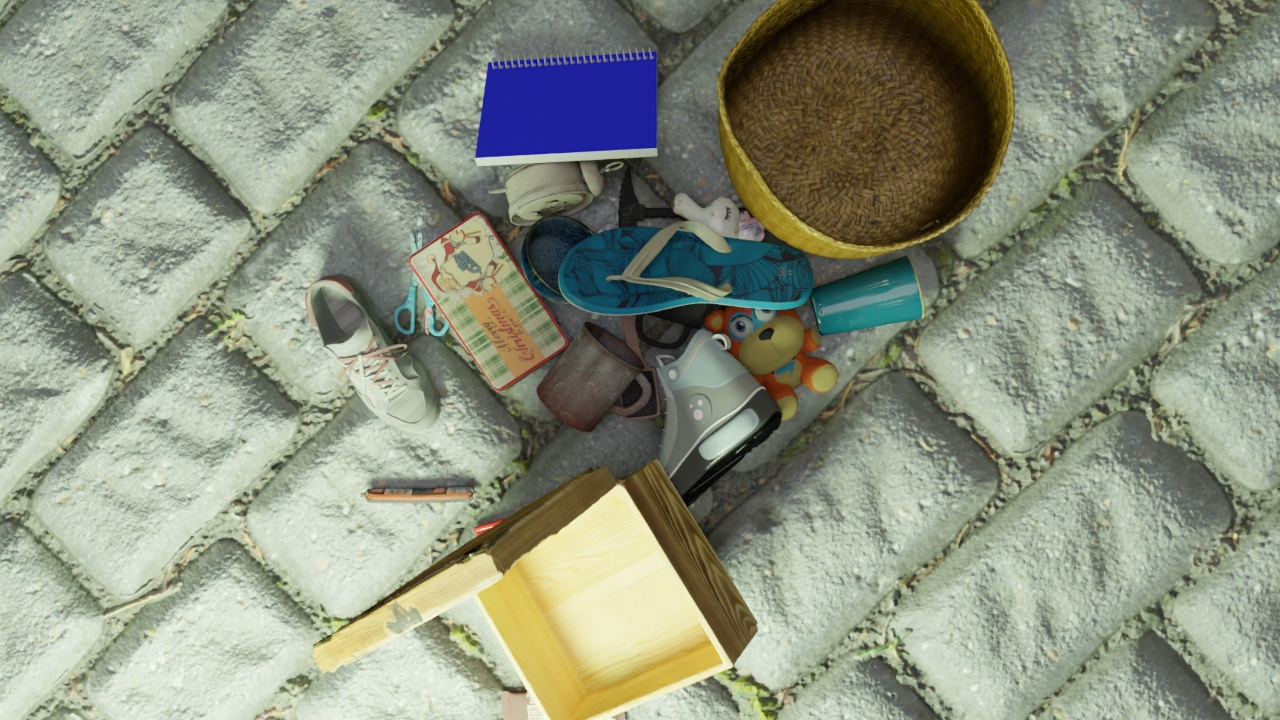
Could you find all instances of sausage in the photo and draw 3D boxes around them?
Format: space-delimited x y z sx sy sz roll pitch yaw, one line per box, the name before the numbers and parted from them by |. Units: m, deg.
sausage | -0.284 0.174 1.178 0.155 0.020 0.020 -2 93 5

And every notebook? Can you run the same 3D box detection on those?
notebook | -0.084 -0.305 1.093 0.209 0.022 0.171 -2 59 5

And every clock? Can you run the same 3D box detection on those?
clock | -0.095 -0.214 1.101 0.157 0.103 0.061 -18 85 13

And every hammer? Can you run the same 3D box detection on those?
hammer | 0.134 -0.189 1.129 0.325 0.015 0.095 1 93 4

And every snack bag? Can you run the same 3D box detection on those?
snack bag | -0.100 0.449 1.180 0.158 0.013 0.057 -4 94 5

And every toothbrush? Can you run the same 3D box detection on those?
toothbrush | -0.111 0.192 1.168 0.212 0.012 0.018 -17 91 5

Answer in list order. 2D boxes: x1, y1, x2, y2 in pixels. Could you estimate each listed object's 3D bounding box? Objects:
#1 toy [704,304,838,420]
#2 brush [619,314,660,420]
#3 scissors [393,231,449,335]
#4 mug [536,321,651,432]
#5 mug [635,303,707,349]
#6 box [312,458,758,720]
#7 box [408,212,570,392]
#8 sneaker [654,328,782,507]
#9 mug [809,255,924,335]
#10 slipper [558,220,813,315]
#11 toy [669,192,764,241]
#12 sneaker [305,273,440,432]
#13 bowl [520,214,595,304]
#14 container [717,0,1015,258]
toy | 0.152 -0.020 1.102 0.112 0.096 0.176 -37 79 0
brush | -0.007 0.007 1.149 0.050 0.015 0.135 -7 92 6
scissors | -0.290 -0.097 1.170 0.076 0.015 0.141 -12 86 1
mug | -0.049 0.030 1.117 0.123 0.096 0.110 36 107 -14
mug | 0.036 -0.070 1.109 0.088 0.078 0.113 16 93 3
box | -0.107 0.277 0.973 0.280 0.335 0.286 -34 84 30
box | -0.185 -0.072 1.139 0.117 0.051 0.205 -33 91 2
sneaker | 0.038 0.085 1.102 0.257 0.092 0.160 -44 72 28
mug | 0.268 -0.072 1.097 0.121 0.078 0.078 -15 92 10
slipper | 0.054 -0.110 1.044 0.295 0.060 0.118 2 63 -3
toy | 0.089 -0.161 1.107 0.122 0.038 0.079 6 87 0
sneaker | -0.340 -0.006 1.138 0.099 0.089 0.236 -37 90 5
bowl | -0.101 -0.113 1.119 0.114 0.114 0.061 54 138 0
container | 0.239 -0.260 1.020 0.307 0.196 0.307 0 87 3
